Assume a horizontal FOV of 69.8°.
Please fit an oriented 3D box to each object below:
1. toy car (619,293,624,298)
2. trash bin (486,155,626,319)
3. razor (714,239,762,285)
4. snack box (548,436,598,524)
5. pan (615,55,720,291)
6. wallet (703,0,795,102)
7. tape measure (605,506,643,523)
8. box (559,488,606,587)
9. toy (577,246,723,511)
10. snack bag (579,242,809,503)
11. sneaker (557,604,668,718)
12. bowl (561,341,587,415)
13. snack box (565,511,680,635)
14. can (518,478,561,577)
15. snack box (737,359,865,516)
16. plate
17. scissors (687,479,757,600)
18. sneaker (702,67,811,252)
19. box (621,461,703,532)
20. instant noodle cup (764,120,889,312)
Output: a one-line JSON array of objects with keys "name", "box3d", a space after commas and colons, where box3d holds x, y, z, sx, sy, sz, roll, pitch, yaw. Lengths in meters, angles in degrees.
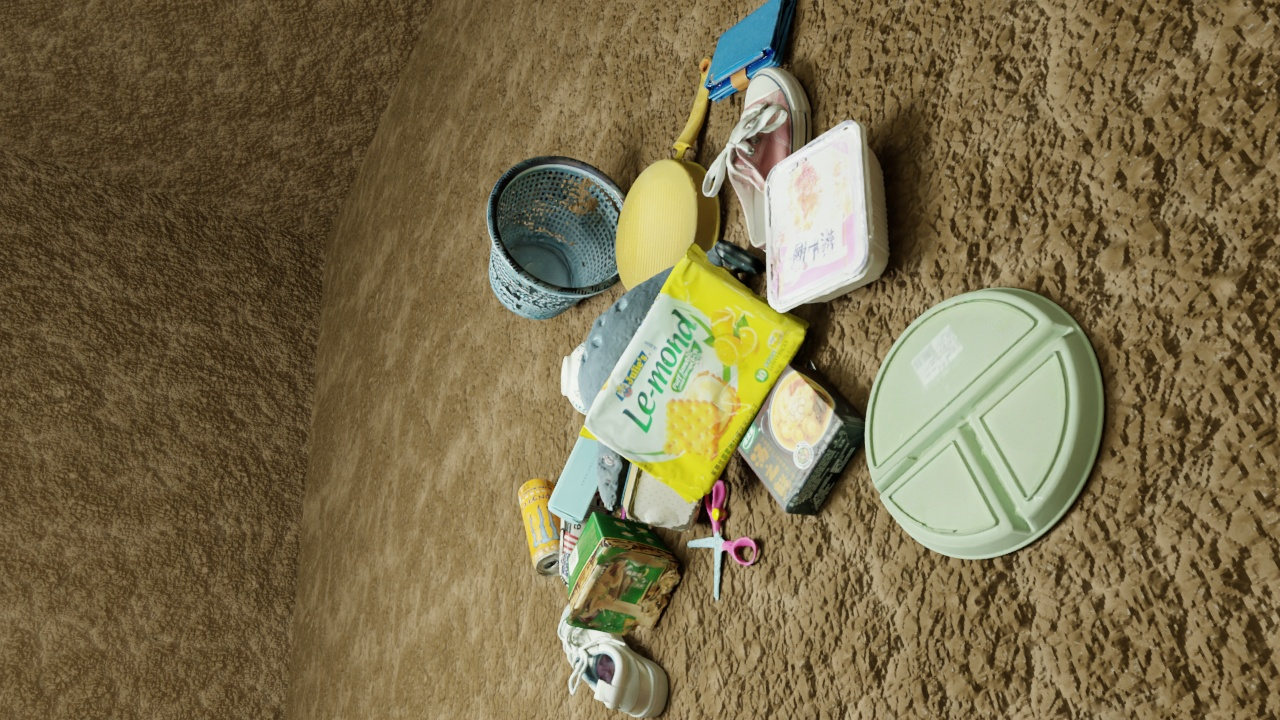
[{"name": "toy car", "box3d": [-0.015, -0.019, 1.253, 0.071, 0.041, 0.155, 112, 158, -63]}, {"name": "trash bin", "box3d": [-0.139, -0.165, 1.397, 0.196, 0.226, 0.226, 136, 140, -62]}, {"name": "razor", "box3d": [0.104, -0.056, 1.074, 0.068, 0.062, 0.167, 5, 87, 29]}, {"name": "snack box", "box3d": [-0.064, 0.126, 1.201, 0.074, 0.051, 0.174, 107, -172, -76]}, {"name": "pan", "box3d": [0.054, -0.248, 1.244, 0.198, 0.078, 0.357, -1, 83, 56]}, {"name": "wallet", "box3d": [0.139, -0.397, 1.167, 0.133, 0.040, 0.106, -14, 57, 58]}, {"name": "tape measure", "box3d": [-0.019, 0.196, 1.181, 0.057, 0.039, 0.058, -63, 32, 22]}, {"name": "box", "box3d": [-0.077, 0.229, 1.245, 0.060, 0.072, 0.164, 109, 166, -67]}, {"name": "toy", "box3d": [-0.007, 0.007, 1.134, 0.091, 0.138, 0.356, 24, -93, -79]}, {"name": "snack bag", "box3d": [0.058, 0.018, 0.991, 0.246, 0.158, 0.068, -59, -3, 8]}, {"name": "sneaker", "box3d": [-0.063, 0.365, 1.133, 0.242, 0.090, 0.089, 18, 93, 61]}, {"name": "bowl", "box3d": [-0.079, 0.024, 1.304, 0.113, 0.062, 0.113, -177, 91, -80]}, {"name": "snack box", "box3d": [-0.031, 0.250, 1.107, 0.118, 0.117, 0.105, -63, 27, 17]}, {"name": "can", "box3d": [-0.141, 0.244, 1.351, 0.058, 0.058, 0.146, -58, 34, 29]}, {"name": "snack box", "box3d": [0.159, 0.073, 0.924, 0.113, 0.053, 0.125, -63, 37, 22]}, {"name": "plate", "box3d": [0.270, 0.048, 0.761, 0.231, 0.027, 0.229, -32, 51, 50]}, {"name": "scissors", "box3d": [0.090, 0.198, 1.019, 0.134, 0.017, 0.133, -14, 70, 57]}, {"name": "sneaker", "box3d": [0.136, -0.239, 1.052, 0.119, 0.087, 0.240, -27, 56, 54]}, {"name": "box", "box3d": [0.038, 0.101, 1.063, 0.062, 0.090, 0.184, 171, 115, -83]}, {"name": "instant noodle cup", "box3d": [0.194, -0.139, 0.933, 0.138, 0.060, 0.173, -25, 58, 49]}]
